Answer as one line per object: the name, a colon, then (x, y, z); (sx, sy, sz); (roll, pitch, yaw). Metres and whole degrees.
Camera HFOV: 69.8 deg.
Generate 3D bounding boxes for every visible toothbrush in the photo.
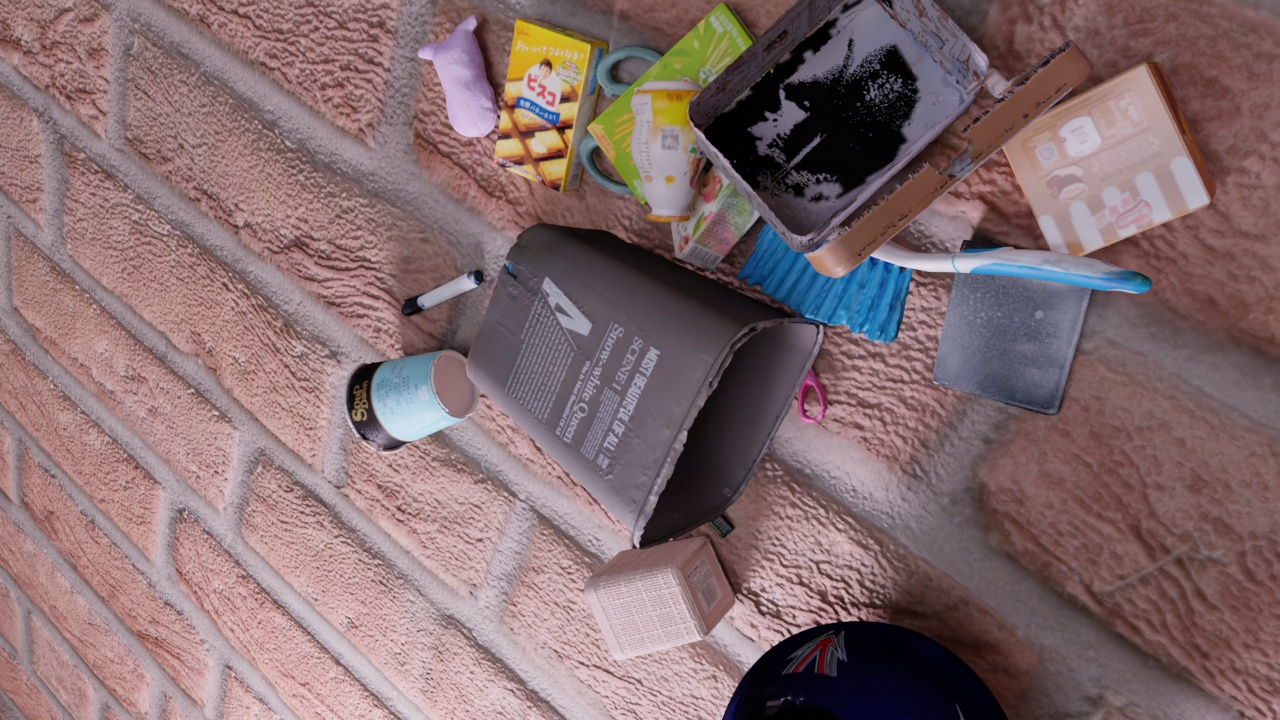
toothbrush: (0.024, 0.100, 0.885); (0.186, 0.012, 0.017); (48, 119, -4)
toothbrush: (0.201, -0.254, 0.664); (0.016, 0.016, 0.180); (-45, 78, 22)

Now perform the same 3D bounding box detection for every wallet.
wallet: (0.278, -0.024, 0.690); (0.097, 0.019, 0.121); (18, 117, 28)

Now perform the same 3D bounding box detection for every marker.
marker: (-0.221, -0.075, 1.013); (0.131, 0.018, 0.022); (-19, 85, 37)

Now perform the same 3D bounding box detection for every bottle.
bottle: (0.023, -0.166, 0.732); (0.063, 0.063, 0.108); (10, 107, 32)

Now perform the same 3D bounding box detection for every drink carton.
drink carton: (0.076, -0.134, 0.760); (0.045, 0.053, 0.123); (21, 131, -23)

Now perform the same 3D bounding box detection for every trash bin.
trash bin: (-0.005, 0.004, 0.757); (0.220, 0.198, 0.199); (33, 109, 24)

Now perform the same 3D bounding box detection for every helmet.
helmet: (0.191, 0.369, 0.737); (0.248, 0.239, 0.315); (-10, 89, 36)

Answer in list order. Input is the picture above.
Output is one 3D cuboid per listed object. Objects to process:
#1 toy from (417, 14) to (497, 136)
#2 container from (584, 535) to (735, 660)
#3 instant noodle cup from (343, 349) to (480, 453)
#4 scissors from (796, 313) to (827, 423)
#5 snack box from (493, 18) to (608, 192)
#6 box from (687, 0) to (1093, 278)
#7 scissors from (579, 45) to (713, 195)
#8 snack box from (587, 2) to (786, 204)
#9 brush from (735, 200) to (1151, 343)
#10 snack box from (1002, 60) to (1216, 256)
toy: (-0.175, -0.271, 0.902); (0.084, 0.038, 0.108); (-12, 101, 36)
container: (0.022, 0.232, 0.910); (0.111, 0.090, 0.090); (-23, 92, 34)
instant noodle cup: (-0.247, 0.040, 1.023); (0.121, 0.111, 0.111); (-15, 97, 29)
scissors: (0.145, -0.008, 0.788); (0.072, 0.017, 0.137); (27, 116, 30)
snack box: (-0.086, -0.237, 0.857); (0.087, 0.033, 0.141); (28, 118, 23)
box: (0.135, -0.171, 0.598); (0.181, 0.217, 0.158); (-40, 92, 9)
scissors: (0.016, -0.185, 0.812); (0.179, 0.019, 0.162); (40, 120, 12)
snack box: (0.037, -0.210, 0.767); (0.157, 0.026, 0.086); (-36, 86, 26)
brush: (0.194, -0.060, 0.662); (0.315, 0.060, 0.109); (34, 115, 46)
snack box: (0.305, -0.129, 0.598); (0.093, 0.076, 0.094); (-25, 90, 37)
